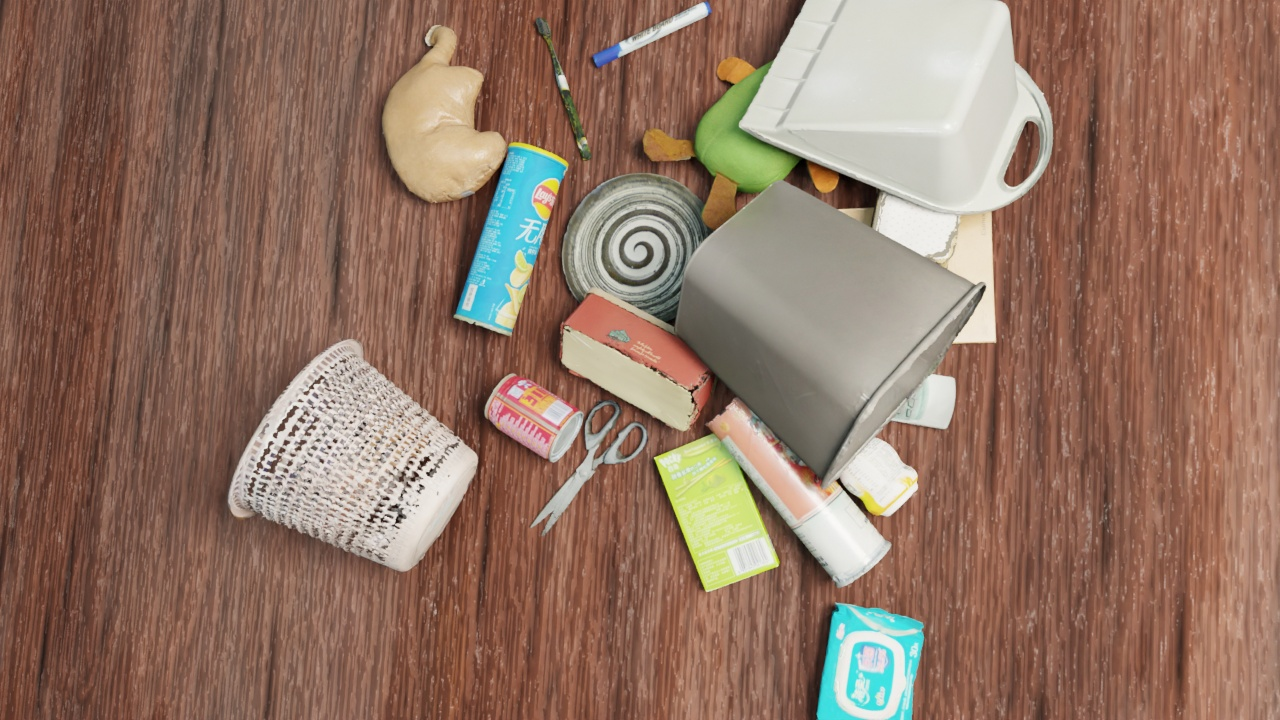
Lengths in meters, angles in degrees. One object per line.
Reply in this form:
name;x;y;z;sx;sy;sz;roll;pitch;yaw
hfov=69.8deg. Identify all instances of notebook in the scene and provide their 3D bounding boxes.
notebook;0.266;-0.090;0.977;0.211;0.012;0.149;-1;86;8

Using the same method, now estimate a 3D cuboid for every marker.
marker;0.013;-0.378;1.065;0.146;0.017;0.017;-22;80;10

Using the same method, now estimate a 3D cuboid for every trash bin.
trash bin;0.167;-0.035;0.877;0.220;0.199;0.198;41;65;19
trash bin;-0.295;0.119;1.001;0.192;0.227;0.227;31;92;1

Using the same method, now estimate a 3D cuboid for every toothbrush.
toothbrush;-0.091;-0.321;1.082;0.012;0.017;0.185;-21;81;16

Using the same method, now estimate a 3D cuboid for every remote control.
remote control;0.261;0.035;0.969;0.135;0.019;0.056;10;87;13

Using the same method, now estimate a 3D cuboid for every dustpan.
dustpan;0.274;-0.256;0.925;0.258;0.142;0.222;16;68;32

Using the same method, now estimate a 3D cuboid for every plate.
plate;0.000;-0.123;1.042;0.179;0.024;0.179;-2;84;14

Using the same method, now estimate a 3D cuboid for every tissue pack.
tissue pack;0.233;0.320;0.933;0.093;0.050;0.133;8;87;12

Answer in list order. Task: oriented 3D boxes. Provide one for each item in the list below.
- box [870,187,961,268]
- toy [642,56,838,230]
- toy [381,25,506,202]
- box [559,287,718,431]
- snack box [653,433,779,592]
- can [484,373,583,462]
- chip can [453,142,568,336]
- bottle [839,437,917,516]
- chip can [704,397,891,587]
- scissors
box;0.288;-0.176;0.945;0.090;0.061;0.184;14;72;12
toy;0.137;-0.254;0.989;0.247;0.090;0.227;-36;64;4
toy;-0.245;-0.295;1.087;0.143;0.082;0.226;-20;78;5
box;-0.006;0.006;0.986;0.168;0.091;0.080;28;58;14
snack box;0.082;0.162;0.994;0.086;0.026;0.156;-24;80;9
can;-0.120;0.063;1.028;0.094;0.066;0.066;30;92;13
chip can;-0.148;-0.137;1.051;0.071;0.071;0.210;18;89;13
bottle;0.232;0.106;0.947;0.063;0.063;0.108;-44;75;5
chip can;0.160;0.127;0.948;0.071;0.071;0.214;-40;82;6
scissors;-0.057;0.129;1.035;0.147;0.014;0.172;2;85;14
